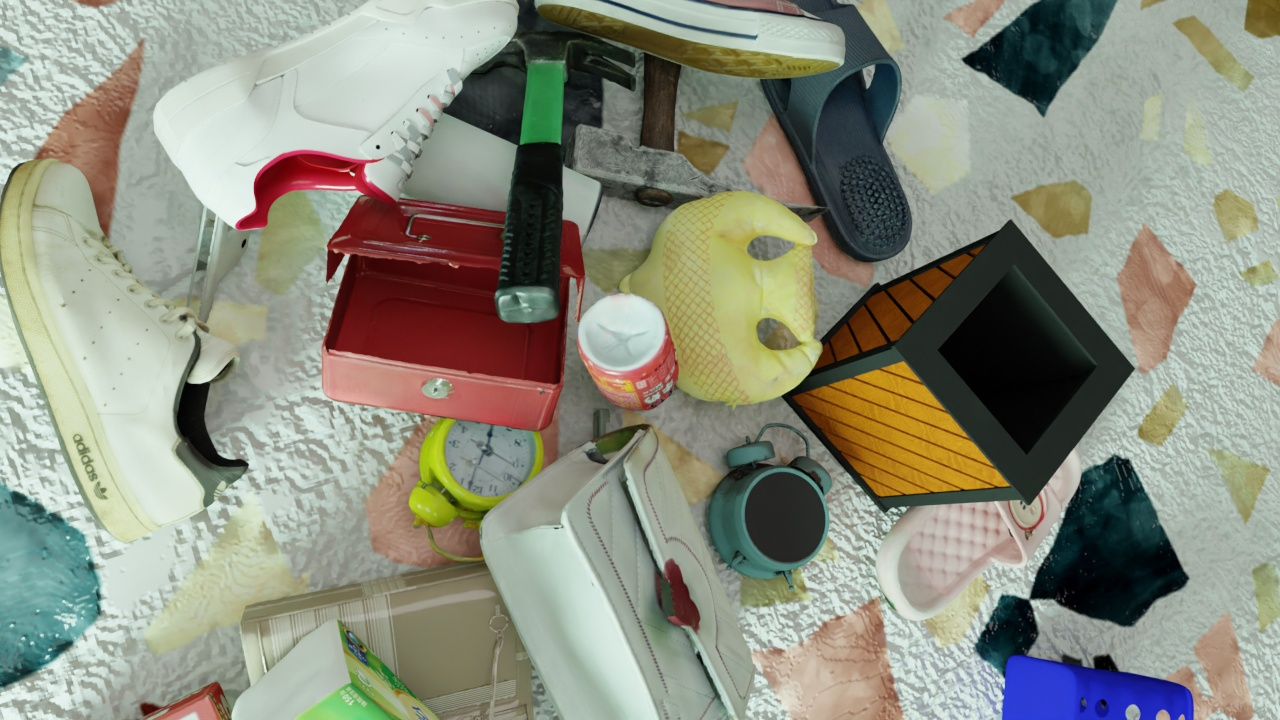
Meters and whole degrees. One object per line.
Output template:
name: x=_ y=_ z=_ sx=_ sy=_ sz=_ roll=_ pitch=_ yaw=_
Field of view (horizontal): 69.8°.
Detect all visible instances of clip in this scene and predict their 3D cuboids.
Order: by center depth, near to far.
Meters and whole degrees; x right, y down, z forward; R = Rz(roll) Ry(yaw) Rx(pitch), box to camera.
clip: x=-0.289 y=-0.076 z=0.610 sx=0.043 sy=0.102 sz=0.054 roll=18 pitch=31 yaw=-18
clip: x=-0.024 y=0.076 z=0.684 sx=0.061 sy=0.023 sz=0.075 roll=24 pitch=71 yaw=-11

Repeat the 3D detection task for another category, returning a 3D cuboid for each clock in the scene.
clock: x=-0.112 y=0.081 z=0.634 sx=0.083 sy=0.057 sz=0.119 roll=19 pitch=68 yaw=-16
clock: x=0.104 y=0.107 z=0.704 sx=0.090 sy=0.053 sz=0.124 roll=20 pitch=71 yaw=-14

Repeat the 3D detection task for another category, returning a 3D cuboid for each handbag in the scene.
handbag: x=-0.153 y=0.243 z=0.601 sx=0.175 sy=0.062 sz=0.198 roll=-8 pitch=91 yaw=-19
handbag: x=-0.001 y=0.156 z=0.608 sx=0.141 sy=0.096 sz=0.198 roll=-35 pitch=104 yaw=-52

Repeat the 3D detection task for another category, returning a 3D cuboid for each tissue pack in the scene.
tissue pack: x=-0.163 y=0.270 z=0.517 sx=0.141 sy=0.120 sz=0.197 roll=-42 pitch=101 yaw=-14

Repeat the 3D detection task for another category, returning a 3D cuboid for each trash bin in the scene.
trash bin: x=0.229 y=0.014 z=0.699 sx=0.139 sy=0.172 sz=0.139 roll=-43 pitch=95 yaw=-21

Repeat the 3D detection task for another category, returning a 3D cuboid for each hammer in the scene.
hammer: x=-0.065 y=-0.137 z=0.601 sx=0.130 sy=0.032 sz=0.318 roll=0 pitch=44 yaw=-2
hammer: x=0.056 y=-0.265 z=0.769 sx=0.217 sy=0.037 sz=0.300 roll=8 pitch=77 yaw=-17

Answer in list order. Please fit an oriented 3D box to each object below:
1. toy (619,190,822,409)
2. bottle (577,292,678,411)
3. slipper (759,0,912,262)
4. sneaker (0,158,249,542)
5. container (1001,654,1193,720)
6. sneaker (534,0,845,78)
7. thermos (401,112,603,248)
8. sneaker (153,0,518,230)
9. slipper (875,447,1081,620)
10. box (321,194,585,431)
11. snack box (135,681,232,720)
toy: x=0.060 y=-0.046 z=0.702 sx=0.155 sy=0.064 sz=0.170 roll=-3 pitch=81 yaw=5
bottle: x=-0.004 y=0.004 z=0.644 sx=0.062 sy=0.137 sz=0.062 roll=-2 pitch=73 yaw=6
slipper: x=0.174 y=-0.214 z=0.774 sx=0.101 sy=0.083 sz=0.263 roll=-16 pitch=86 yaw=-18
sneaker: x=-0.311 y=-0.016 z=0.569 sx=0.102 sy=0.089 sz=0.241 roll=-17 pitch=90 yaw=-12
container: x=0.364 y=0.290 z=0.739 sx=0.113 sy=0.085 sz=0.085 roll=14 pitch=77 yaw=-14
sneaker: x=0.043 y=-0.277 z=0.692 sx=0.241 sy=0.118 sz=0.088 roll=11 pitch=92 yaw=-10
thermos: x=-0.143 y=-0.144 z=0.663 sx=0.230 sy=0.068 sz=0.067 roll=21 pitch=74 yaw=-13
sneaker: x=-0.165 y=-0.153 z=0.575 sx=0.236 sy=0.090 sz=0.104 roll=-32 pitch=93 yaw=-21
slipper: x=0.280 y=0.127 z=0.751 sx=0.221 sy=0.056 sz=0.107 roll=-33 pitch=103 yaw=-19
box: x=-0.123 y=-0.034 z=0.614 sx=0.157 sy=0.136 sz=0.127 roll=7 pitch=119 yaw=-8
snack box: x=-0.258 y=0.325 z=0.538 sx=0.113 sy=0.060 sz=0.236 roll=-25 pitch=88 yaw=-22
